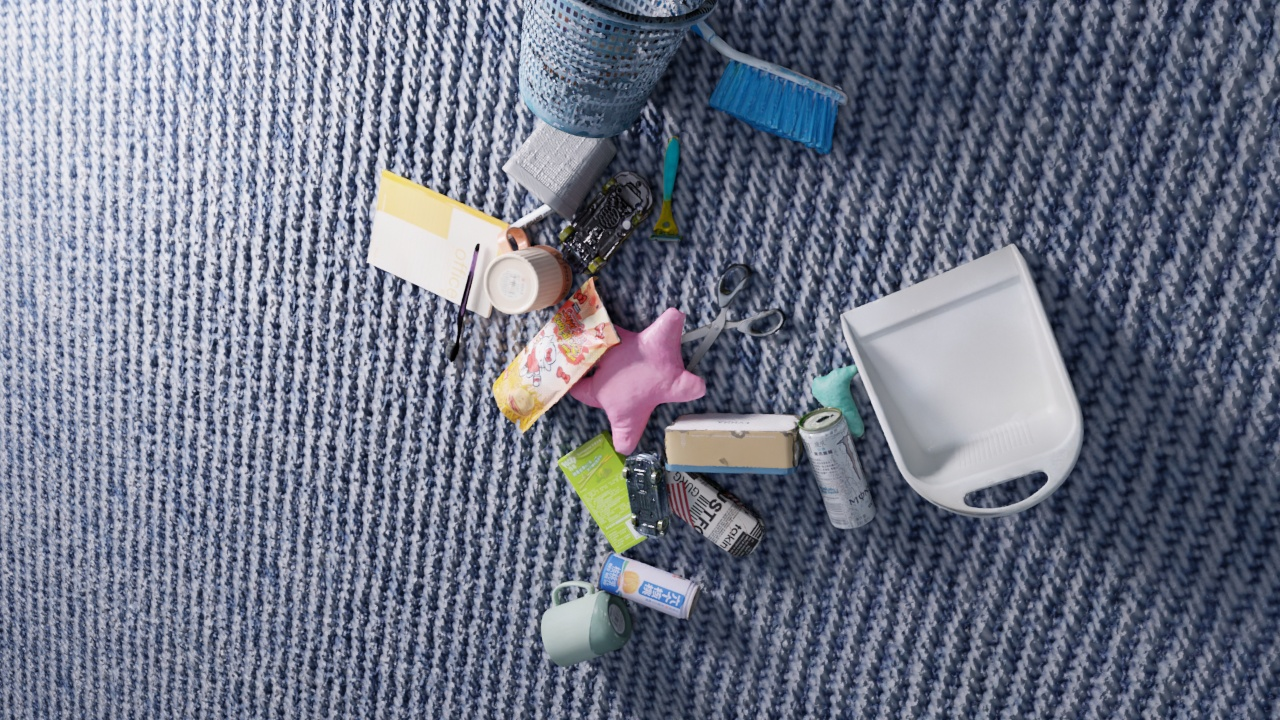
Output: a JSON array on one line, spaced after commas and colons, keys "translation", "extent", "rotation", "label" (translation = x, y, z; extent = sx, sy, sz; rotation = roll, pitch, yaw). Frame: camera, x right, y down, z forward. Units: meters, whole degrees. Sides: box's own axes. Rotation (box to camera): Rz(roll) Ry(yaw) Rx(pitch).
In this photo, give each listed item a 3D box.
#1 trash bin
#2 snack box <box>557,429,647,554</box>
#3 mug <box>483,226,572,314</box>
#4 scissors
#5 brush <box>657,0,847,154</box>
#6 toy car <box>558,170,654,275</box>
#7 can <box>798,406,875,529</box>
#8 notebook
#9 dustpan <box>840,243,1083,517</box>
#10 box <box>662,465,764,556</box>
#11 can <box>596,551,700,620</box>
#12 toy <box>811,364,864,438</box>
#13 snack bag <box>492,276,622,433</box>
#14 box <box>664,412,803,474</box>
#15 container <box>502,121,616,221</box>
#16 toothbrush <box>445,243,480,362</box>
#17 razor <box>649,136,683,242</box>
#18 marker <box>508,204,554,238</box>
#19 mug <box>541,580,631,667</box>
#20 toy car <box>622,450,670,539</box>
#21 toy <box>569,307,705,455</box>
[{"translation": [-0.049, -0.376, 1.054], "extent": [0.226, 0.225, 0.196], "rotation": [37, 140, 8], "label": "trash bin"}, {"translation": [-0.039, 0.182, 1.268], "extent": [0.086, 0.026, 0.156], "rotation": [-34, 89, 22], "label": "snack box"}, {"translation": [-0.153, -0.120, 1.202], "extent": [0.082, 0.105, 0.114], "rotation": [-21, 94, 21], "label": "mug"}, {"translation": [0.105, -0.046, 1.182], "extent": [0.159, 0.014, 0.178], "rotation": [14, 107, 18], "label": "scissors"}, {"translation": [0.104, -0.354, 1.099], "extent": [0.314, 0.060, 0.109], "rotation": [26, 103, 14], "label": "brush"}, {"translation": [-0.043, -0.176, 1.187], "extent": [0.070, 0.042, 0.158], "rotation": [48, 115, 4], "label": "toy car"}, {"translation": [0.242, 0.133, 1.131], "extent": [0.058, 0.058, 0.147], "rotation": [-15, 108, 21], "label": "can"}, {"translation": [-0.284, -0.161, 1.275], "extent": [0.206, 0.010, 0.146], "rotation": [25, 119, 13], "label": "notebook"}, {"translation": [0.372, 0.035, 1.040], "extent": [0.223, 0.142, 0.258], "rotation": [-23, 94, 21], "label": "dustpan"}, {"translation": [0.088, 0.197, 1.215], "extent": [0.164, 0.055, 0.070], "rotation": [32, 127, 13], "label": "box"}, {"translation": [0.012, 0.311, 1.263], "extent": [0.135, 0.053, 0.053], "rotation": [17, 106, 15], "label": "can"}, {"translation": [0.243, 0.060, 1.147], "extent": [0.097, 0.030, 0.092], "rotation": [-23, 91, 28], "label": "toy"}, {"translation": [-0.109, -0.005, 1.221], "extent": [0.208, 0.073, 0.128], "rotation": [-46, 43, 27], "label": "snack bag"}, {"translation": [0.113, 0.105, 1.169], "extent": [0.184, 0.089, 0.060], "rotation": [-2, 101, 21], "label": "box"}, {"translation": [-0.097, -0.252, 1.157], "extent": [0.090, 0.090, 0.114], "rotation": [39, 95, 8], "label": "container"}, {"translation": [-0.248, -0.079, 1.279], "extent": [0.017, 0.014, 0.189], "rotation": [33, 120, 26], "label": "toothbrush"}, {"translation": [0.037, -0.216, 1.159], "extent": [0.043, 0.028, 0.133], "rotation": [2, 106, -6], "label": "razor"}, {"translation": [-0.151, -0.188, 1.235], "extent": [0.146, 0.016, 0.017], "rotation": [-27, 92, 21], "label": "marker"}, {"translation": [-0.079, 0.363, 1.292], "extent": [0.106, 0.082, 0.111], "rotation": [-26, 80, 22], "label": "mug"}, {"translation": [0.011, 0.178, 1.215], "extent": [0.054, 0.036, 0.121], "rotation": [5, 111, 34], "label": "toy car"}, {"translation": [-0.007, 0.007, 1.198], "extent": [0.195, 0.074, 0.178], "rotation": [-43, 73, 21], "label": "toy"}]
